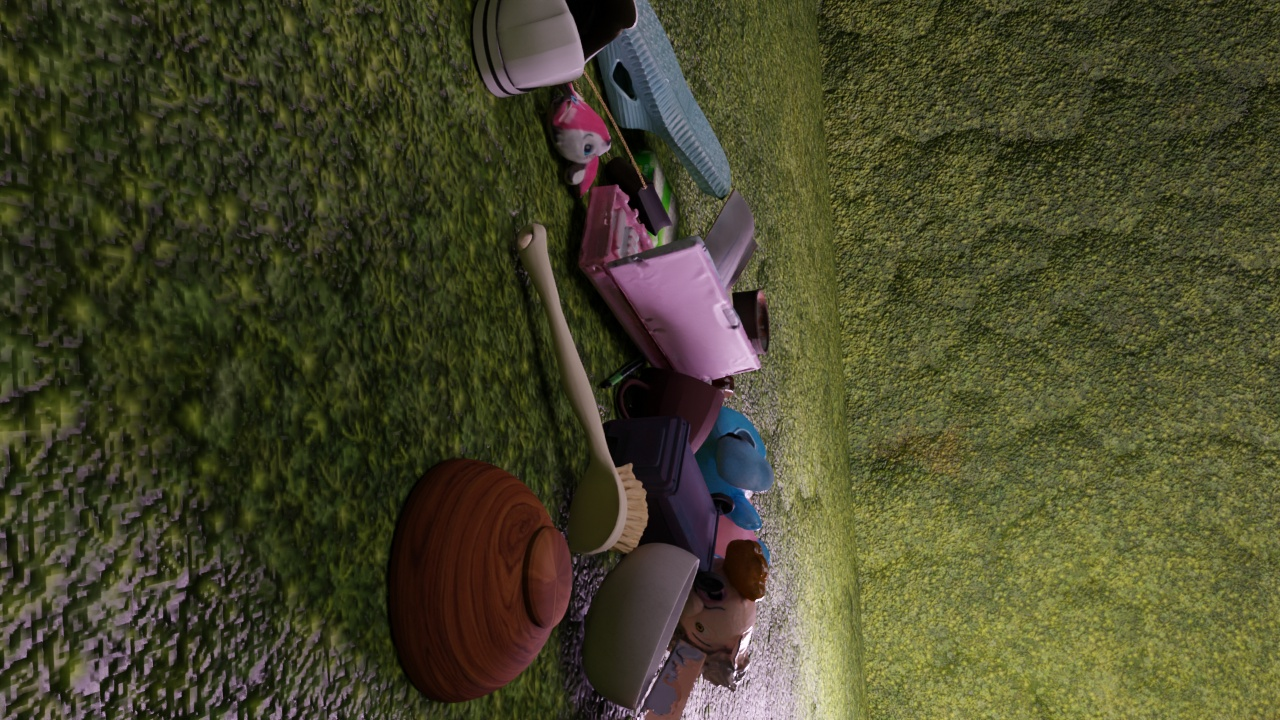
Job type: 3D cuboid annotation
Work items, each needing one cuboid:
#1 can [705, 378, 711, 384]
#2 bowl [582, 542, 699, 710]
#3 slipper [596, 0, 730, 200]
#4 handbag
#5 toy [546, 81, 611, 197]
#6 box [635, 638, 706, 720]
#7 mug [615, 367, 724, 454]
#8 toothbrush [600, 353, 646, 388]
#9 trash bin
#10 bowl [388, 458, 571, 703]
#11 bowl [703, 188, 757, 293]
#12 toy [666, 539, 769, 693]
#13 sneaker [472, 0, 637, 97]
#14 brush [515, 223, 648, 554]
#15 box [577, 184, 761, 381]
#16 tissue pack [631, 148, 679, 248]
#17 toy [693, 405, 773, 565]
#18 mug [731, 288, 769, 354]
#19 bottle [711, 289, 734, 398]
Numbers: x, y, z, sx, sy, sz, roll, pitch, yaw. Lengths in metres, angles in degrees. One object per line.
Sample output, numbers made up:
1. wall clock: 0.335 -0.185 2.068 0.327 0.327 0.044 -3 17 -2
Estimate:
1. can: 0.060 -0.009 1.063 0.044 0.044 0.106 40 49 -65
2. bowl: -0.006 0.209 0.750 0.131 0.064 0.132 23 89 -79
3. slipper: 0.013 -0.275 0.947 0.276 0.070 0.115 55 29 -33
4. handbag: -0.026 -0.197 0.840 0.084 0.027 0.178 50 -9 49
5. toy: -0.047 -0.189 0.786 0.065 0.050 0.102 -78 161 -51
6. box: 0.006 0.342 0.780 0.216 0.063 0.157 -17 113 -77
7. mug: 0.019 0.058 0.896 0.114 0.087 0.088 27 75 -33
8. toothbrush: -0.005 0.005 0.913 0.187 0.014 0.017 -39 130 -68
9. trash bin: 0.021 0.129 0.837 0.093 0.092 0.161 -77 153 -43
10. bowl: -0.083 0.132 0.561 0.147 0.069 0.147 -4 90 -72
11. bowl: 0.092 -0.117 1.042 0.150 0.057 0.151 -59 180 -1
12. toy: 0.072 0.245 0.900 0.076 0.132 0.176 -1 128 -37
13. sneaker: -0.046 -0.286 0.728 0.244 0.097 0.091 -67 147 -53
14. brush: -0.051 0.027 0.714 0.077 0.062 0.272 -29 109 -53
15. box: 0.041 -0.065 0.864 0.233 0.115 0.098 56 35 -54
16. tissue pack: 0.014 -0.156 0.978 0.099 0.034 0.113 58 32 -53
17. toy: 0.094 0.137 1.061 0.224 0.099 0.191 -128 -151 -72
18. mug: 0.116 -0.039 1.180 0.110 0.081 0.085 -71 150 -51
19. bottle: 0.088 -0.035 1.116 0.056 0.057 0.162 43 41 -64
